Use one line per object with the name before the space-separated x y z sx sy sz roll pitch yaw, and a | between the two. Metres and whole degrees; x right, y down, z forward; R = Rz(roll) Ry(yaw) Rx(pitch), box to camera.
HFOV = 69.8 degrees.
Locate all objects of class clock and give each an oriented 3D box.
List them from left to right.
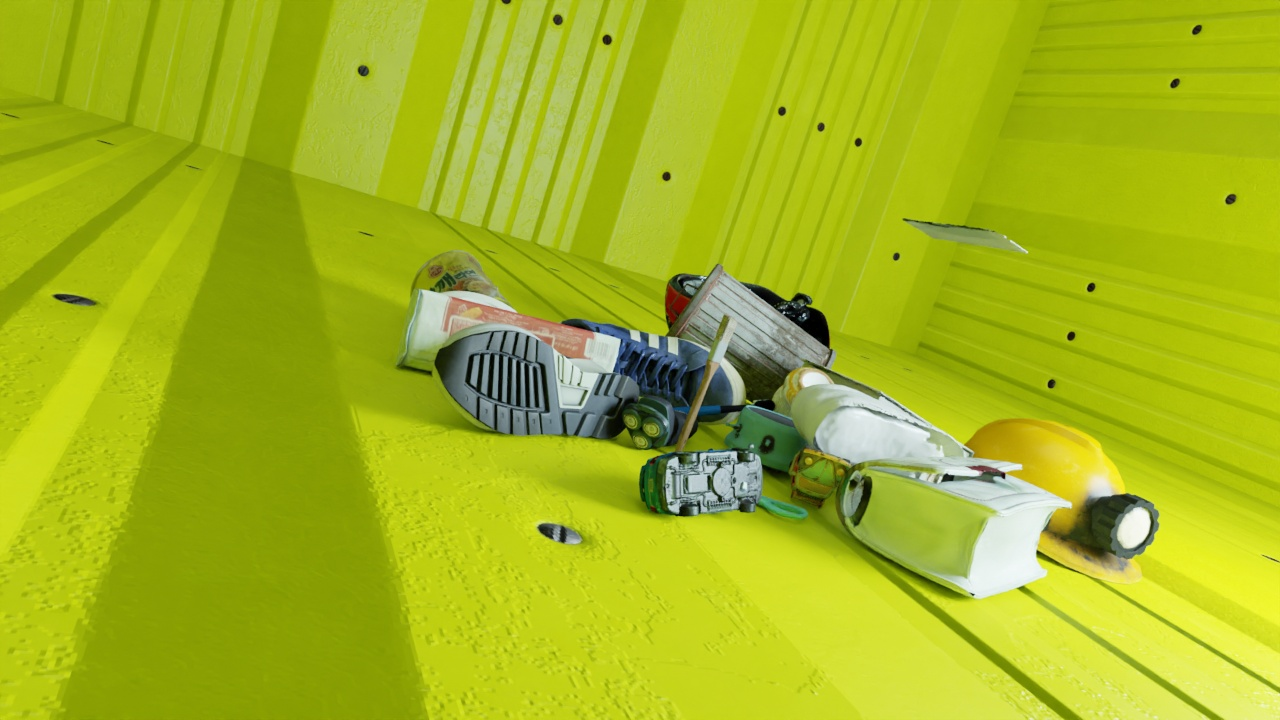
clock | 0.145 0.087 0.969 0.090 0.053 0.124 27 10 41

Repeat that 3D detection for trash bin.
trash bin | 0.135 -0.024 1.208 0.211 0.131 0.130 35 10 0

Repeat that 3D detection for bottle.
bottle | 0.176 0.058 1.034 0.063 0.109 0.063 11 50 -14

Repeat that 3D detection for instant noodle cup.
instant noodle cup | -0.206 -0.064 1.089 0.102 0.102 0.108 8 22 -46

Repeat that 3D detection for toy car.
toy car | 0.049 0.094 0.728 0.120 0.056 0.044 3 -6 -41
toy car | 0.162 0.111 0.854 0.047 0.047 0.112 17 -13 7

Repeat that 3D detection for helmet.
helmet | 0.155 -0.048 1.410 0.272 0.167 0.216 28 24 23
helmet | 0.468 0.137 1.058 0.205 0.131 0.255 14 9 -23

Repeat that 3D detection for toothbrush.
toothbrush | 0.068 0.054 0.990 0.167 0.014 0.014 -3 5 -17

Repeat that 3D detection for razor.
razor | 0.026 0.062 0.905 0.047 0.052 0.142 20 4 22

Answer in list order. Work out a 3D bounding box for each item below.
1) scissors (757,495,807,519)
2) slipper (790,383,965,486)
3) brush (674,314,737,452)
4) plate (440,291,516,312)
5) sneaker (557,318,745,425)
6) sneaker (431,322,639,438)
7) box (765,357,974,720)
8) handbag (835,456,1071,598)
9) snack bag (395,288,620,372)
scissors | 0.089 0.115 0.831 0.135 0.015 0.135 17 15 12
slipper | 0.247 0.092 0.944 0.246 0.112 0.074 26 29 -32
brush | 0.060 0.026 0.877 0.008 0.143 0.045 22 2 15
plate | -0.175 -0.034 0.981 0.134 0.011 0.134 16 39 -13
sneaker | -0.007 0.006 1.026 0.233 0.091 0.118 23 6 29
sneaker | -0.116 0.015 0.825 0.124 0.089 0.239 20 0 40
box | 0.229 0.219 1.104 0.171 0.404 0.169 14 7 -24
handbag | 0.284 0.134 0.826 0.142 0.096 0.198 25 13 39
snack bag | -0.130 -0.010 0.930 0.225 0.077 0.041 13 -1 -26
